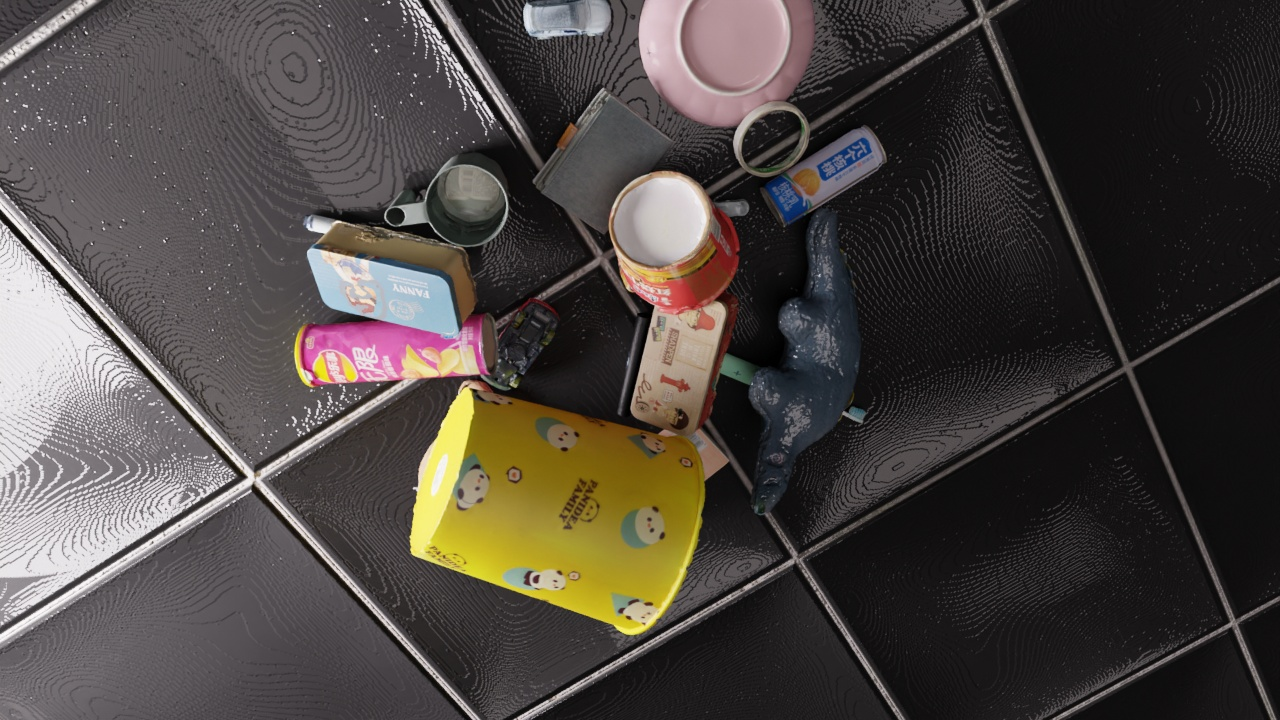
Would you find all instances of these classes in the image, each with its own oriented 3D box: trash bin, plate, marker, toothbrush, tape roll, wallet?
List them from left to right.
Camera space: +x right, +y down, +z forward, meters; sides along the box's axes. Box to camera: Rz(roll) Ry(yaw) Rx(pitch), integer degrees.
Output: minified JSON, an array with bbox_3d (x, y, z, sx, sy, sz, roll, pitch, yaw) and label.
[{"bbox_3d":[-0.303,-0.138,1.011,0.130,0.022,0.018,11,148,-12],"label":"marker"},{"bbox_3d":[-0.097,0.155,0.995,0.255,0.229,0.230,20,108,-20],"label":"trash bin"},{"bbox_3d":[-0.043,-0.218,1.004,0.106,0.037,0.130,31,106,-28],"label":"wallet"},{"bbox_3d":[-0.007,0.006,1.105,0.022,0.020,0.132,16,110,10],"label":"marker"},{"bbox_3d":[0.096,-0.344,0.970,0.192,0.039,0.193,-2,112,-6],"label":"plate"},{"bbox_3d":[0.145,-0.243,1.013,0.085,0.014,0.086,-11,133,-13],"label":"tape roll"},{"bbox_3d":[0.183,0.036,1.137,0.224,0.026,0.027,22,96,-15],"label":"toothbrush"}]

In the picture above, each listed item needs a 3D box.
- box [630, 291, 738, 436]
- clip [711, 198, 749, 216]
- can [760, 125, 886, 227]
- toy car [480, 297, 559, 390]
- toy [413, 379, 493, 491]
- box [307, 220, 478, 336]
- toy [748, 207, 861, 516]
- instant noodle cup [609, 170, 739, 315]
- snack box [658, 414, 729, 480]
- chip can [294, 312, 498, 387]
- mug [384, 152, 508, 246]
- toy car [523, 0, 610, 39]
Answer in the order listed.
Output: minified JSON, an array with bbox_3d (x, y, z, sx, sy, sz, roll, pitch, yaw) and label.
[{"bbox_3d":[0.056,-0.005,1.076,0.091,0.076,0.168,20,111,18],"label":"box"},{"bbox_3d":[0.096,-0.174,1.050,0.057,0.029,0.024,-5,110,6],"label":"clip"},{"bbox_3d":[0.205,-0.207,1.030,0.134,0.053,0.053,-31,112,6],"label":"can"},{"bbox_3d":[-0.140,-0.019,1.065,0.053,0.045,0.121,34,110,-16],"label":"toy car"},{"bbox_3d":[-0.201,0.140,1.107,0.143,0.082,0.226,-19,110,-16],"label":"toy"},{"bbox_3d":[-0.255,-0.086,0.971,0.184,0.059,0.090,13,137,17],"label":"box"},{"bbox_3d":[0.196,0.009,1.070,0.137,0.091,0.356,18,85,-49],"label":"toy"},{"bbox_3d":[0.032,-0.132,0.977,0.138,0.108,0.137,-3,76,12],"label":"instant noodle cup"},{"bbox_3d":[0.026,0.144,1.160,0.157,0.026,0.084,-39,111,9],"label":"snack box"},{"bbox_3d":[-0.267,-0.013,1.017,0.210,0.071,0.071,-4,112,6],"label":"chip can"},{"bbox_3d":[-0.200,-0.170,0.967,0.124,0.103,0.084,-7,112,-3],"label":"mug"},{"bbox_3d":[-0.075,-0.356,0.948,0.090,0.034,0.043,-5,108,-7],"label":"toy car"}]
